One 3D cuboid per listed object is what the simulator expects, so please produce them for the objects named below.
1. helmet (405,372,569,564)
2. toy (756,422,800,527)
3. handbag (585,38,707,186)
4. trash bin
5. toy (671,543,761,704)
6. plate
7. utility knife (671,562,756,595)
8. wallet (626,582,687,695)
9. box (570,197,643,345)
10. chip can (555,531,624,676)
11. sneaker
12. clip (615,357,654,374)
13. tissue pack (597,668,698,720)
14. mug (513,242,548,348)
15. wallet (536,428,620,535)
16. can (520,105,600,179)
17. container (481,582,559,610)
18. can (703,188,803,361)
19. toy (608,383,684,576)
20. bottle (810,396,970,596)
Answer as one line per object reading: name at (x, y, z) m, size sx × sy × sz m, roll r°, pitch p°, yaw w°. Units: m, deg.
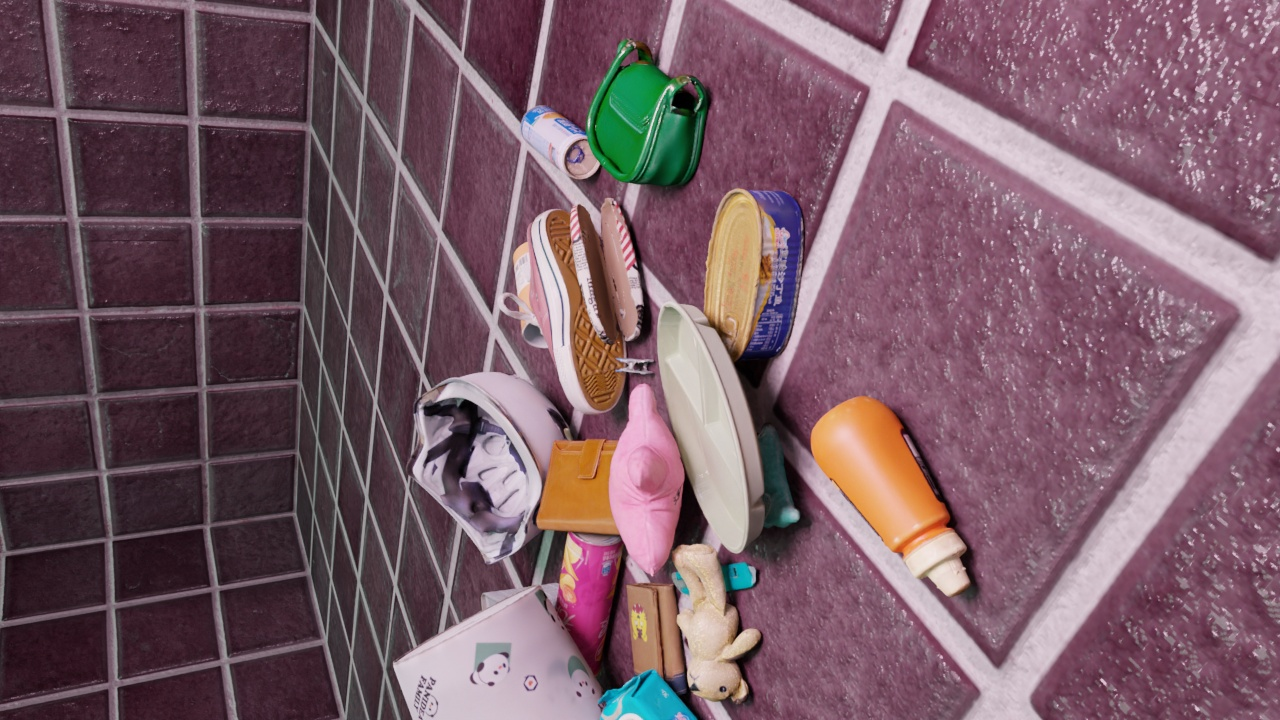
helmet at (-0.172, 0.117, 1.181) m, size 0.229 × 0.145 × 0.259 m, roll 39°, pitch 130°, yaw 21°
toy at (0.110, 0.102, 0.805) m, size 0.097 × 0.030 × 0.092 m, roll 146°, pitch 121°, yaw -66°
handbag at (0.005, -0.241, 0.904) m, size 0.131 × 0.067 × 0.120 m, roll 52°, pitch 136°, yaw 45°
trash bin at (-0.137, 0.405, 1.021) m, size 0.252 × 0.229 × 0.230 m, roll 63°, pitch 148°, yaw 6°
toy at (0.063, 0.249, 0.871) m, size 0.105 × 0.066 × 0.157 m, roll -6°, pitch 96°, yaw 44°
plate at (0.061, 0.056, 0.815) m, size 0.230 × 0.027 × 0.230 m, roll 165°, pitch 91°, yaw -81°
utility knife at (0.070, 0.216, 0.906) m, size 0.158 × 0.013 × 0.029 m, roll -32°, pitch 73°, yaw 58°
wallet at (0.016, 0.302, 1.002) m, size 0.090 × 0.033 × 0.115 m, roll -20°, pitch 73°, yaw 61°
box at (-0.047, -0.095, 1.007) m, size 0.075 × 0.082 × 0.163 m, roll 128°, pitch 130°, yaw -71°
chip can at (-0.067, 0.286, 1.106) m, size 0.071 × 0.071 × 0.211 m, roll 45°, pitch 132°, yaw 50°
sneaker at (-0.087, -0.049, 1.051) m, size 0.088 × 0.118 × 0.241 m, roll -24°, pitch 78°, yaw 46°
clip at (-0.005, 0.005, 1.003) m, size 0.058 × 0.026 × 0.038 m, roll 7°, pitch 93°, yaw 61°
tissue pack at (0.019, 0.385, 0.944) m, size 0.133 × 0.050 × 0.093 m, roll 47°, pitch 139°, yaw 12°
mug at (-0.122, -0.087, 1.154) m, size 0.078 × 0.078 × 0.122 m, roll -57°, pitch 42°, yaw 48°
wallet at (-0.053, 0.137, 1.041) m, size 0.131 × 0.035 × 0.119 m, roll -4°, pitch 71°, yaw 35°
can at (-0.096, -0.262, 1.099) m, size 0.134 × 0.053 × 0.053 m, roll 47°, pitch 133°, yaw 49°
container at (-0.140, 0.345, 1.207) m, size 0.090 × 0.111 × 0.090 m, roll -5°, pitch 90°, yaw 61°
can at (0.095, -0.071, 0.782) m, size 0.075 × 0.049 × 0.148 m, roll 31°, pitch 121°, yaw 56°
toy at (0.006, 0.141, 0.908) m, size 0.195 × 0.074 × 0.178 m, roll 87°, pitch -178°, yaw -46°
bottle at (0.181, 0.098, 0.646) m, size 0.149 × 0.066 × 0.067 m, roll 60°, pitch 143°, yaw 26°
